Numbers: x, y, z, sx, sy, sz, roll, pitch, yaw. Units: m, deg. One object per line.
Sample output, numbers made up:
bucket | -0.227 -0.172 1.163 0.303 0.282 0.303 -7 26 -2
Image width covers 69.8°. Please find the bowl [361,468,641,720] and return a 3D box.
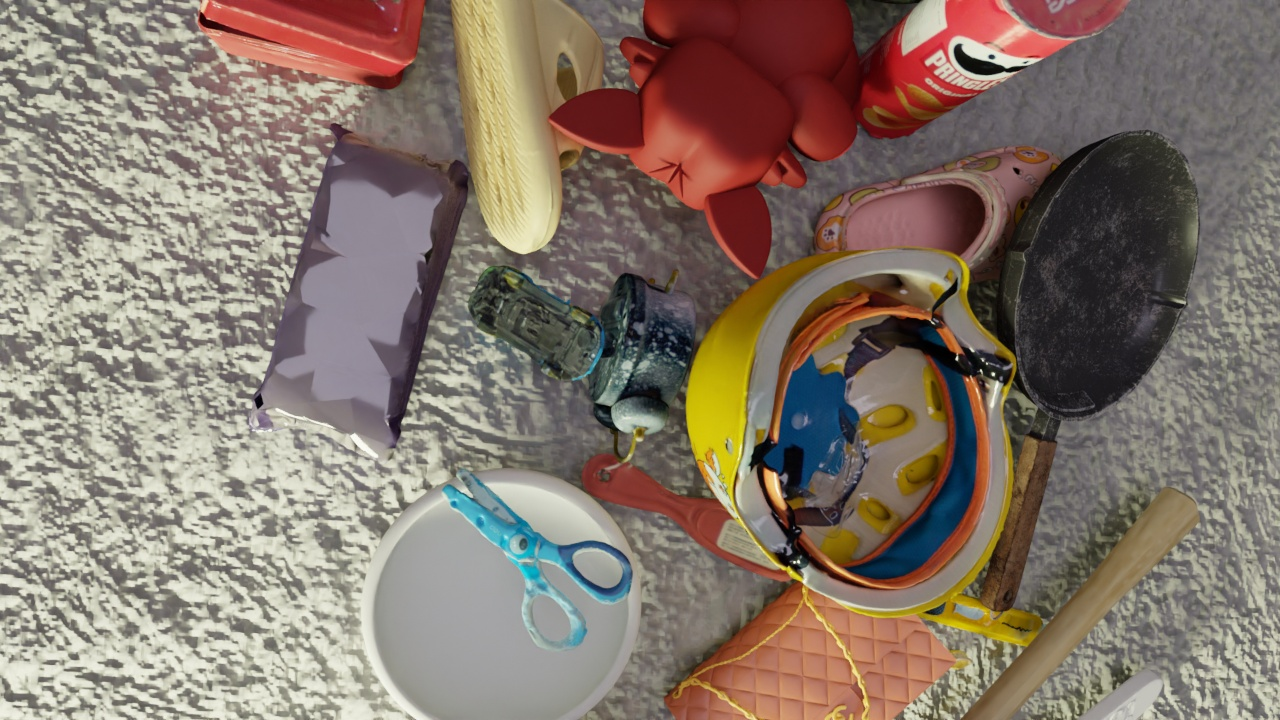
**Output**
bowl | -0.091 0.156 0.610 0.176 0.066 0.176 0 92 -8

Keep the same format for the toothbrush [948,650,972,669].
toothbrush | 0.180 0.232 0.676 0.135 0.016 0.021 -9 90 -8

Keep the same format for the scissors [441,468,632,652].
scissors | -0.065 0.112 0.572 0.083 0.015 0.140 -39 95 -3

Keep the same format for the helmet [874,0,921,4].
helmet | 0.146 -0.325 0.570 0.267 0.154 0.226 36 47 -17

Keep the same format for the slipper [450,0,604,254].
slipper | -0.072 -0.198 0.591 0.079 0.111 0.261 -9 90 -30

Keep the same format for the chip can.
chip can | 0.192 -0.192 0.552 0.073 0.233 0.073 0 91 -6

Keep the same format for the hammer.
hammer | 0.285 0.215 0.657 0.322 0.051 0.117 -43 128 -7

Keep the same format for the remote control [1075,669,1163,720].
remote control | 0.337 0.276 0.684 0.136 0.013 0.043 -28 129 -15

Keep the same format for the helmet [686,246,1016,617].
helmet | 0.126 0.040 0.603 0.208 0.140 0.240 -38 115 -16

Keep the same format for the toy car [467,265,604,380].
toy car | -0.067 -0.024 0.609 0.105 0.032 0.048 30 97 23

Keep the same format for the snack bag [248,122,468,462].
snack bag | -0.181 -0.043 0.594 0.096 0.058 0.205 15 89 -9

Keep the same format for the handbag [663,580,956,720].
handbag | 0.115 0.221 0.639 0.172 0.060 0.109 -41 84 -2

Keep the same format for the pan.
pan | 0.297 0.016 0.653 0.207 0.040 0.357 9 102 -34

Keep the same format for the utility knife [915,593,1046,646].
utility knife | 0.237 0.185 0.684 0.155 0.017 0.030 17 99 -11

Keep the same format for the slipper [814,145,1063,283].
slipper | 0.222 -0.095 0.638 0.197 0.081 0.093 -15 95 -5

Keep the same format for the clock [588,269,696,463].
clock | -0.004 0.004 0.606 0.052 0.090 0.129 14 87 -14

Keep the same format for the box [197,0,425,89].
box | -0.196 -0.262 0.574 0.136 0.123 0.157 12 87 -26

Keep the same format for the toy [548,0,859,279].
toy | 0.054 -0.164 0.578 0.158 0.121 0.196 38 64 -10

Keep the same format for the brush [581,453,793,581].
brush | 0.037 0.107 0.644 0.172 0.030 0.041 25 90 -8
